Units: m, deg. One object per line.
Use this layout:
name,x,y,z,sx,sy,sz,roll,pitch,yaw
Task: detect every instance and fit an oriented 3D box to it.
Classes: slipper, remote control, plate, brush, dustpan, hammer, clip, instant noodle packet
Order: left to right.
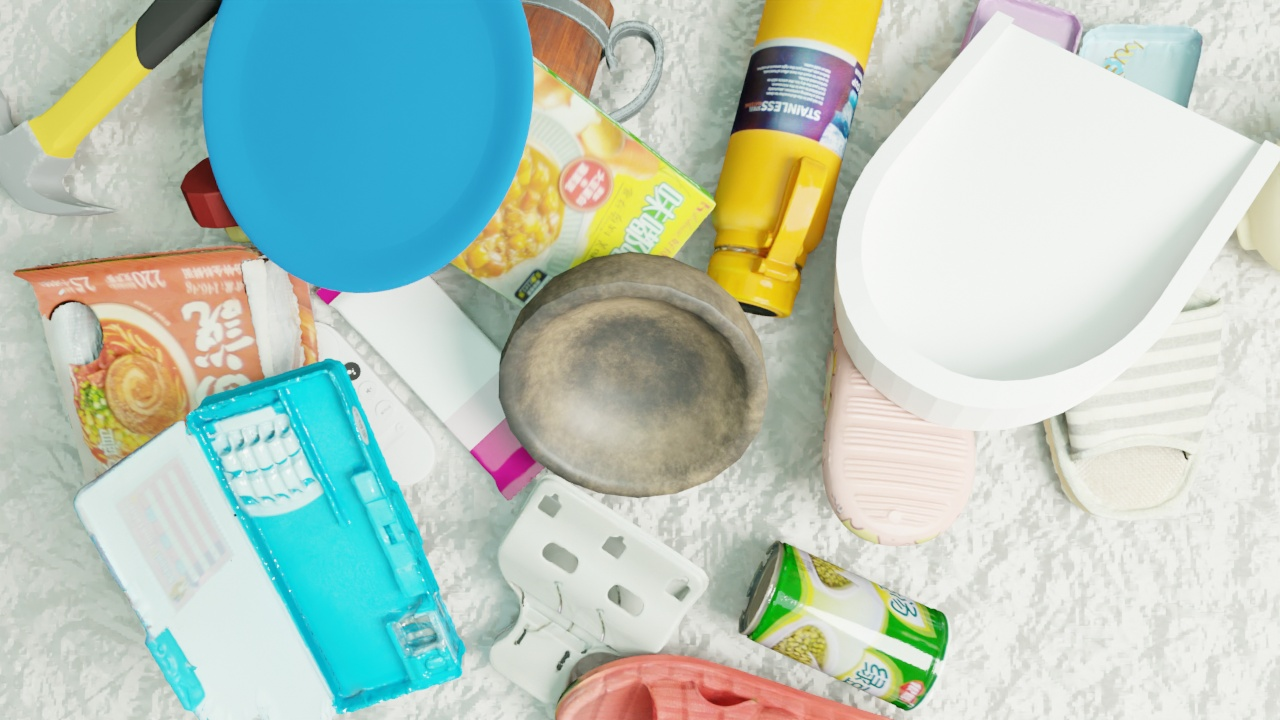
hammer,-0.311,-0.207,0.586,0.324,0.029,0.127,-33,86,19
instant noodle packet,-0.297,0.037,0.613,0.164,0.084,0.221,-4,99,7
brush,-0.208,-0.116,0.608,0.173,0.082,0.042,-7,125,1
remote control,-0.192,0.029,0.631,0.043,0.013,0.136,-42,87,-1
plate,-0.158,-0.151,0.529,0.225,0.024,0.224,2,95,21
clip,-0.037,0.149,0.609,0.126,0.105,0.152,34,120,3
slipper,0.068,0.249,0.573,0.249,0.059,0.104,11,124,-1
slipper,0.160,0.030,0.597,0.093,0.082,0.196,10,63,-1
dustpan,0.228,-0.082,0.542,0.191,0.053,0.257,36,82,18
slipper,0.321,-0.031,0.608,0.114,0.054,0.272,1,85,-4

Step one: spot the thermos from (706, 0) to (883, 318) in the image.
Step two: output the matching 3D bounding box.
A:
thermos,0.096,-0.147,0.596,0.076,0.091,0.232,14,87,15

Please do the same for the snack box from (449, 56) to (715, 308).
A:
snack box,-0.057,-0.098,0.574,0.168,0.027,0.132,33,109,-25

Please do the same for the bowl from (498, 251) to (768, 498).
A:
bowl,-0.004,0.003,0.572,0.162,0.070,0.162,2,125,3

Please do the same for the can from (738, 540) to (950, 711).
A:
can,0.131,0.170,0.591,0.121,0.067,0.067,24,88,2

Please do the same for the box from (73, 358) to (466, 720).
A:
box,-0.215,0.130,0.557,0.168,0.087,0.227,-31,113,-33

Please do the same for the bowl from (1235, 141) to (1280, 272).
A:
bowl,0.431,-0.099,0.592,0.074,0.117,0.118,-3,86,43

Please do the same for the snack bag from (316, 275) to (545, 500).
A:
snack bag,-0.132,0.001,0.629,0.070,0.016,0.196,-44,88,-3

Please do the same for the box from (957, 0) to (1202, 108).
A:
box,0.265,-0.135,0.597,0.151,0.041,0.214,17,77,19

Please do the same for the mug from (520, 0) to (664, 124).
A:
mug,-0.050,-0.186,0.607,0.117,0.081,0.111,19,84,2
